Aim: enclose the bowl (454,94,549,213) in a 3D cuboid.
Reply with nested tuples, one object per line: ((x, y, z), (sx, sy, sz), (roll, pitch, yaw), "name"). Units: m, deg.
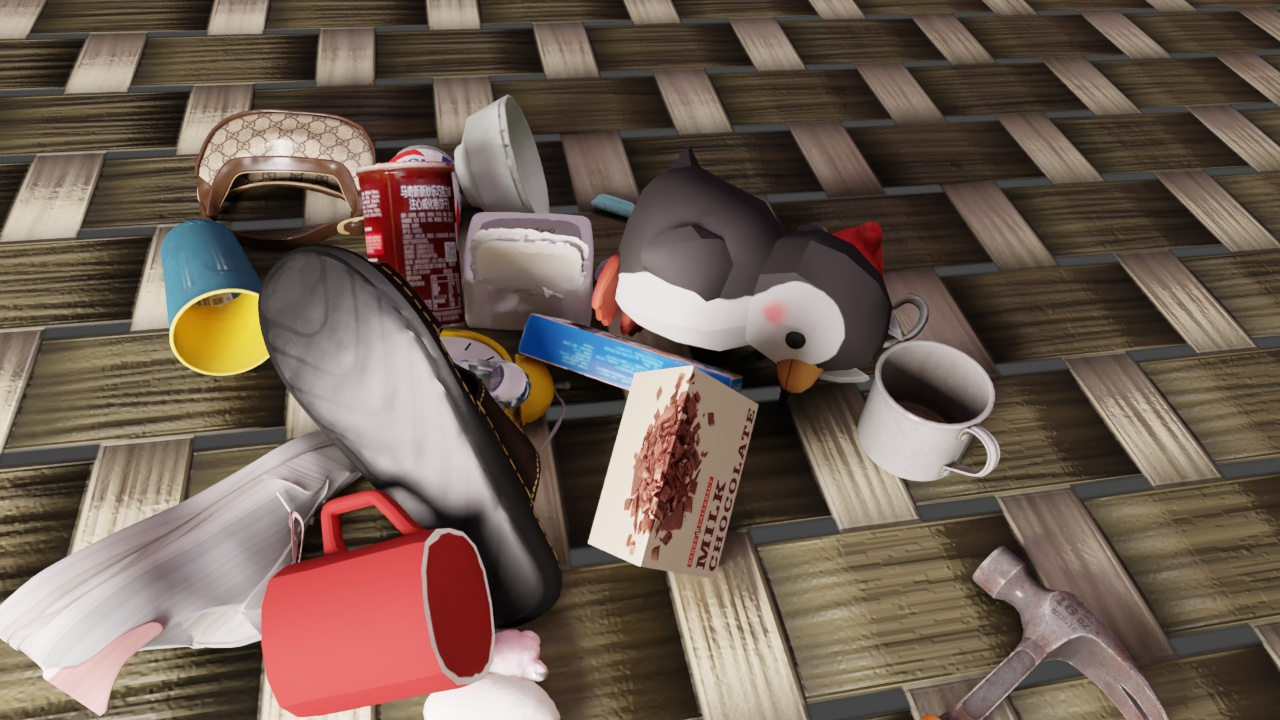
((-0.128, -0.172, 0.822), (0.061, 0.117, 0.117), (-13, 46, 7), "bowl")

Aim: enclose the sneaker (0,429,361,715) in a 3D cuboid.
((-0.238, 0.120, 0.541), (0.089, 0.099, 0.235), (56, 38, 0), "sneaker")

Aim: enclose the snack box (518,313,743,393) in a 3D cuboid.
((-0.004, 0.004, 0.676), (0.154, 0.033, 0.088), (18, 4, 11), "snack box")

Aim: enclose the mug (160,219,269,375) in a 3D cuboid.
((-0.331, -0.055, 0.711), (0.078, 0.078, 0.121), (-19, 46, -22), "mug")

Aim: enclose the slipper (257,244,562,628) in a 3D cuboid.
((-0.134, 0.043, 0.568), (0.268, 0.113, 0.075), (56, 16, -3), "slipper")

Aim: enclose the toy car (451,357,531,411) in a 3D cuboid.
((-0.119, 0.015, 0.620), (0.090, 0.027, 0.038), (0, 41, 5), "toy car")

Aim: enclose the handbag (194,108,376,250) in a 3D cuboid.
((-0.311, -0.157, 0.829), (0.166, 0.063, 0.138), (4, 62, -7), "handbag")

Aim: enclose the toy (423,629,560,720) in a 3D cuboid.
((-0.083, 0.204, 0.506), (0.079, 0.038, 0.122), (-1, 44, 14), "toy")

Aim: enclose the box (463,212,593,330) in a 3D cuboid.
((-0.090, -0.082, 0.718), (0.107, 0.132, 0.151), (0, 45, -3), "box")

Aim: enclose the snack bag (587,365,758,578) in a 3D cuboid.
((0.020, 0.066, 0.519), (0.070, 0.206, 0.094), (14, 81, 7), "snack bag")

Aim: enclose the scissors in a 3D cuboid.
((0.140, -0.030, 0.709), (0.158, 0.012, 0.170), (1, 76, 21), "scissors")

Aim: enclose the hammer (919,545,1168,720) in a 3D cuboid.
((0.162, 0.233, 0.506), (0.313, 0.035, 0.138), (-28, 55, -28), "hammer")

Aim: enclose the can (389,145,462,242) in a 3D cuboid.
((-0.191, -0.122, 0.787), (0.070, 0.070, 0.131), (0, 46, -6), "can")

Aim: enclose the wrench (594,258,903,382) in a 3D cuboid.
((0.071, -0.042, 0.722), (0.274, 0.018, 0.083), (21, 75, 35), "wrench")

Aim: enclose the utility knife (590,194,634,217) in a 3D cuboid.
((0.022, -0.130, 0.855), (0.141, 0.015, 0.022), (19, 28, 12), "utility knife")

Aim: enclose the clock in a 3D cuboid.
((-0.130, 0.030, 0.661), (0.152, 0.052, 0.113), (16, 47, 15), "clock")

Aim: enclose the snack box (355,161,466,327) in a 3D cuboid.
((-0.170, -0.085, 0.687), (0.072, 0.121, 0.072), (-4, 8, 0), "snack box")

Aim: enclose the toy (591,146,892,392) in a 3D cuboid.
((0.084, -0.059, 0.628), (0.184, 0.159, 0.140), (20, 89, 16), "toy")

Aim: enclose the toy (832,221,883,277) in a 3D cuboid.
((0.159, -0.082, 0.781), (0.094, 0.088, 0.132), (12, 44, 20), "toy")

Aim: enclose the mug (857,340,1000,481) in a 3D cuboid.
((0.212, 0.047, 0.663), (0.084, 0.071, 0.113), (-14, 49, -18), "mug")

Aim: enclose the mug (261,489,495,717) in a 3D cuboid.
((-0.144, 0.128, 0.508), (0.097, 0.080, 0.116), (-16, 73, 13), "mug")
